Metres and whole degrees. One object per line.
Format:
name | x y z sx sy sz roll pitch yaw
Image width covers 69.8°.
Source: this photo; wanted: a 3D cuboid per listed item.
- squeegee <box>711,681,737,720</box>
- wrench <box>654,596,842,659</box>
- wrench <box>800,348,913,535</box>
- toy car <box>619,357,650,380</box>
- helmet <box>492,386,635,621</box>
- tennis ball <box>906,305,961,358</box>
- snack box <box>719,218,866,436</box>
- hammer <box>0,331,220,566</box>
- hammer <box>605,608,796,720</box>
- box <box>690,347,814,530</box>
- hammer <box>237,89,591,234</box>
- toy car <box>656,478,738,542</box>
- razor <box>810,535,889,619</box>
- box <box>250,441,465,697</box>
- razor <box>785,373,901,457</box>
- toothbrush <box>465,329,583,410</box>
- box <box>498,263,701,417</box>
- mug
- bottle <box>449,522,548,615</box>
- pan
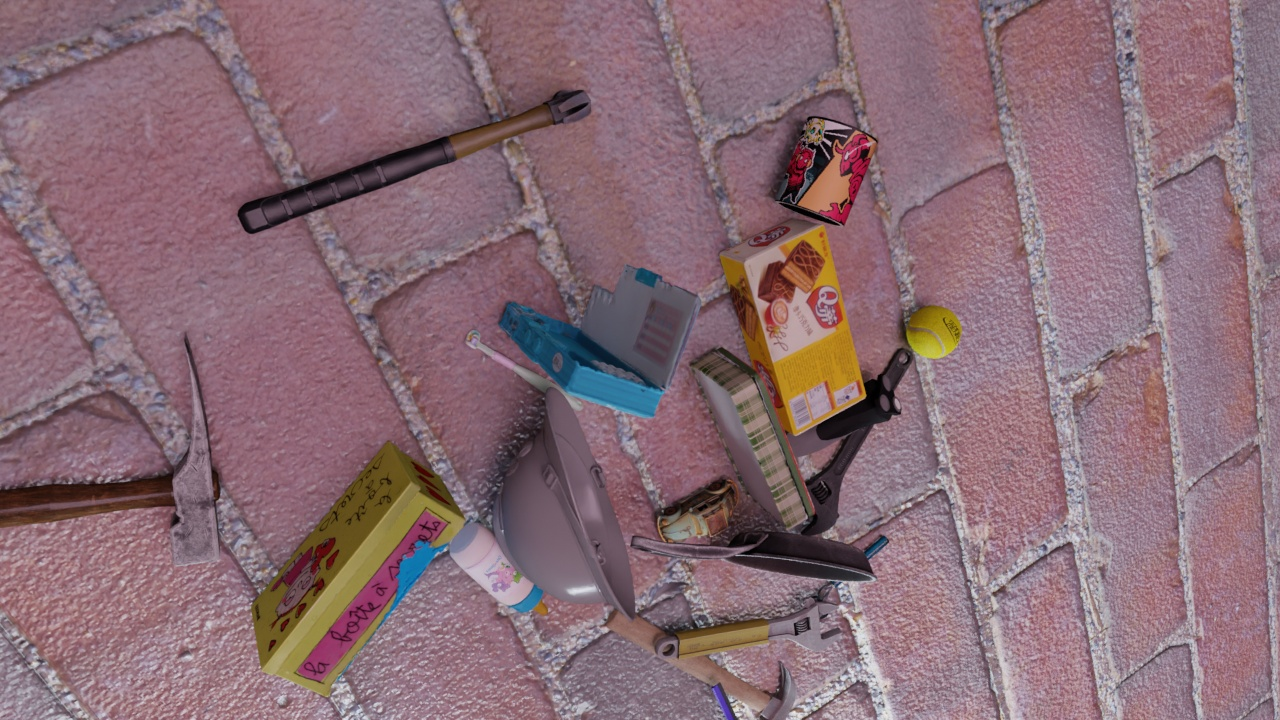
squeegee | 0.064 0.554 1.202 0.184 0.055 0.250 -25 118 -3
wrench | 0.143 0.351 1.171 0.273 0.018 0.084 -3 109 -23
wrench | 0.274 0.104 1.178 0.073 0.018 0.273 31 90 -19
toy car | -0.006 0.006 1.016 0.049 0.030 0.107 9 104 -25
helmet | -0.097 0.168 0.965 0.118 0.183 0.271 -19 110 5
tennis ball | 0.368 -0.036 1.150 0.065 0.065 0.065 -7 108 -22
snack box | 0.181 -0.039 1.068 0.110 0.062 0.230 -26 115 -15
hammer | -0.535 0.092 0.803 0.300 0.037 0.218 -4 107 -22
hammer | 0.080 0.397 1.184 0.331 0.031 0.119 38 88 -26
box | 0.131 0.090 1.056 0.049 0.118 0.205 -31 114 -11
hammer | -0.199 -0.184 0.836 0.332 0.118 0.025 -22 111 -11
toy car | 0.076 0.186 1.098 0.111 0.047 0.047 -26 118 -15
razor | 0.281 0.286 1.238 0.143 0.022 0.042 -39 121 -14
box | -0.279 0.199 0.903 0.081 0.124 0.221 38 90 -31
razor | 0.246 0.074 1.138 0.156 0.060 0.057 -26 95 7
toothbrush | -0.121 0.014 0.976 0.154 0.015 0.022 35 49 -28
box | -0.044 -0.043 0.871 0.098 0.227 0.121 20 97 -28
mug | 0.215 -0.206 1.030 0.117 0.082 0.098 11 102 -55
bottle | -0.148 0.238 1.012 0.051 0.051 0.146 -43 118 -7
pan | 0.126 0.219 1.048 0.356 0.188 0.055 23 68 -37
